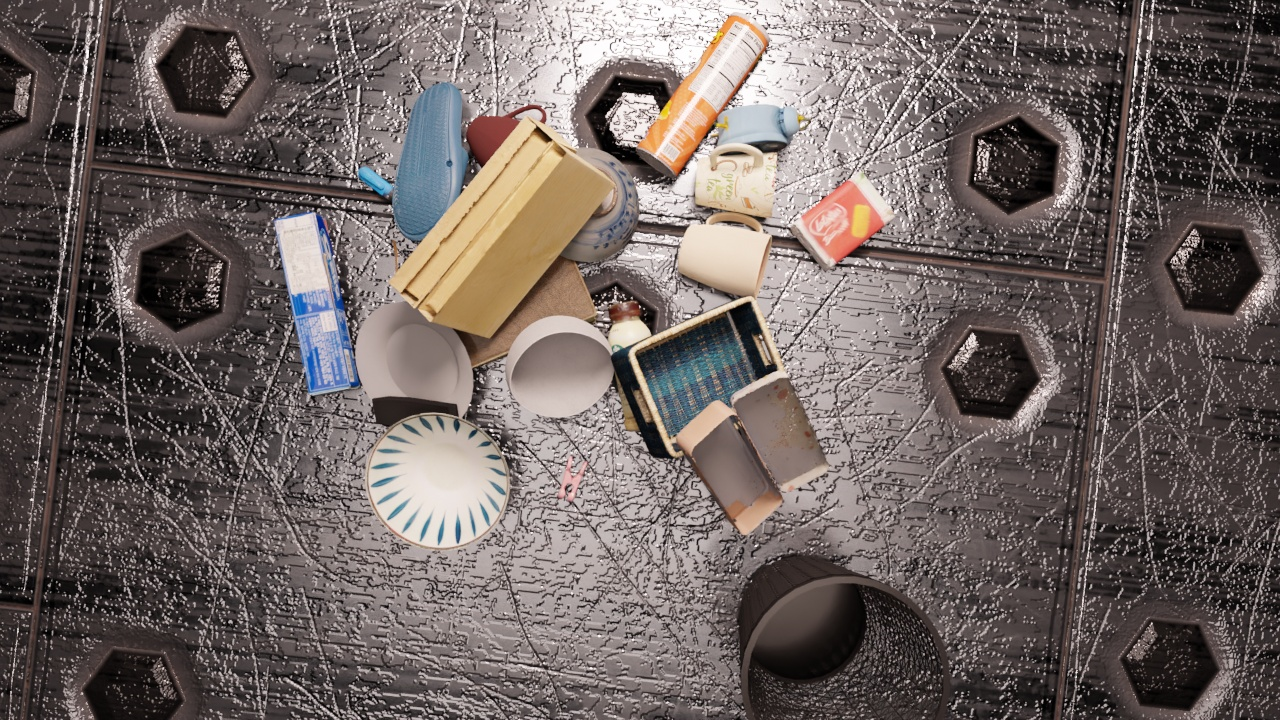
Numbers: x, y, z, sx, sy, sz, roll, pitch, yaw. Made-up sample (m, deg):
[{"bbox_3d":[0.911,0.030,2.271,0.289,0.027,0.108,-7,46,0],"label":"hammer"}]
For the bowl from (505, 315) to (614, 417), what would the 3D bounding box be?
[{"bbox_3d":[-0.103,0.001,1.144,0.131,0.064,0.132,-9,127,-12],"label":"bowl"}]

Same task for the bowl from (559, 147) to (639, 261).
[{"bbox_3d":[-0.065,-0.204,1.148,0.150,0.057,0.150,2,80,-13],"label":"bowl"}]

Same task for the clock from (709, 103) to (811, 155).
[{"bbox_3d":[0.152,-0.289,1.151,0.124,0.089,0.051,-6,90,-2],"label":"clock"}]

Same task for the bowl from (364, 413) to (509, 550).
[{"bbox_3d":[-0.247,0.142,1.148,0.177,0.070,0.177,0,103,1],"label":"bowl"}]

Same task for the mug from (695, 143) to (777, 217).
[{"bbox_3d":[0.119,-0.231,1.141,0.097,0.122,0.081,5,70,6],"label":"mug"}]

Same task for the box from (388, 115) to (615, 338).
[{"bbox_3d":[-0.155,-0.147,1.066,0.123,0.140,0.249,41,101,-2],"label":"box"}]

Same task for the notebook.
[{"bbox_3d":[-0.188,-0.099,1.175,0.215,0.034,0.190,-23,90,-1],"label":"notebook"}]

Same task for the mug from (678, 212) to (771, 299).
[{"bbox_3d":[0.109,-0.141,1.161,0.104,0.085,0.111,14,61,10],"label":"mug"}]

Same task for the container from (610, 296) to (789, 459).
[{"bbox_3d":[0.075,0.020,1.127,0.187,0.071,0.145,-24,94,-22],"label":"container"}]

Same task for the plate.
[{"bbox_3d":[-0.281,0.009,1.156,0.173,0.019,0.173,7,111,20],"label":"plate"}]

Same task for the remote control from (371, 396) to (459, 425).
[{"bbox_3d":[-0.286,0.066,1.159,0.125,0.010,0.039,1,108,21],"label":"remote control"}]

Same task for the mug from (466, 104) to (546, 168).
[{"bbox_3d":[-0.166,-0.280,1.158,0.088,0.087,0.114,36,84,17],"label":"mug"}]

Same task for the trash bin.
[{"bbox_3d":[0.211,0.334,1.071,0.217,0.243,0.217,0,90,-1],"label":"trash bin"}]

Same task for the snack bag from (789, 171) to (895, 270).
[{"bbox_3d":[0.260,-0.178,1.178,0.116,0.036,0.077,-38,91,-1],"label":"snack bag"}]

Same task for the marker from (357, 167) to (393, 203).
[{"bbox_3d":[-0.313,-0.209,1.184,0.123,0.015,0.018,37,88,-2],"label":"marker"}]

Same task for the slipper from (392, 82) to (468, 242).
[{"bbox_3d":[-0.253,-0.249,1.151,0.104,0.059,0.213,-7,72,32],"label":"slipper"}]

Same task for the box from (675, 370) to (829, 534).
[{"bbox_3d":[0.145,0.113,1.104,0.154,0.216,0.058,-38,45,-4],"label":"box"}]

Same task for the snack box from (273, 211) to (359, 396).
[{"bbox_3d":[-0.409,-0.069,1.162,0.059,0.059,0.226,-12,91,-4],"label":"snack box"}]

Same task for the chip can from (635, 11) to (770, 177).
[{"bbox_3d":[0.079,-0.336,1.164,0.062,0.062,0.210,35,89,0],"label":"chip can"}]

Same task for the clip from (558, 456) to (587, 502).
[{"bbox_3d":[-0.094,0.151,1.182,0.038,0.022,0.059,16,91,-4],"label":"clip"}]

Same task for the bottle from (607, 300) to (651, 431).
[{"bbox_3d":[-0.007,0.007,1.165,0.056,0.056,0.162,-12,90,-1],"label":"bottle"}]
